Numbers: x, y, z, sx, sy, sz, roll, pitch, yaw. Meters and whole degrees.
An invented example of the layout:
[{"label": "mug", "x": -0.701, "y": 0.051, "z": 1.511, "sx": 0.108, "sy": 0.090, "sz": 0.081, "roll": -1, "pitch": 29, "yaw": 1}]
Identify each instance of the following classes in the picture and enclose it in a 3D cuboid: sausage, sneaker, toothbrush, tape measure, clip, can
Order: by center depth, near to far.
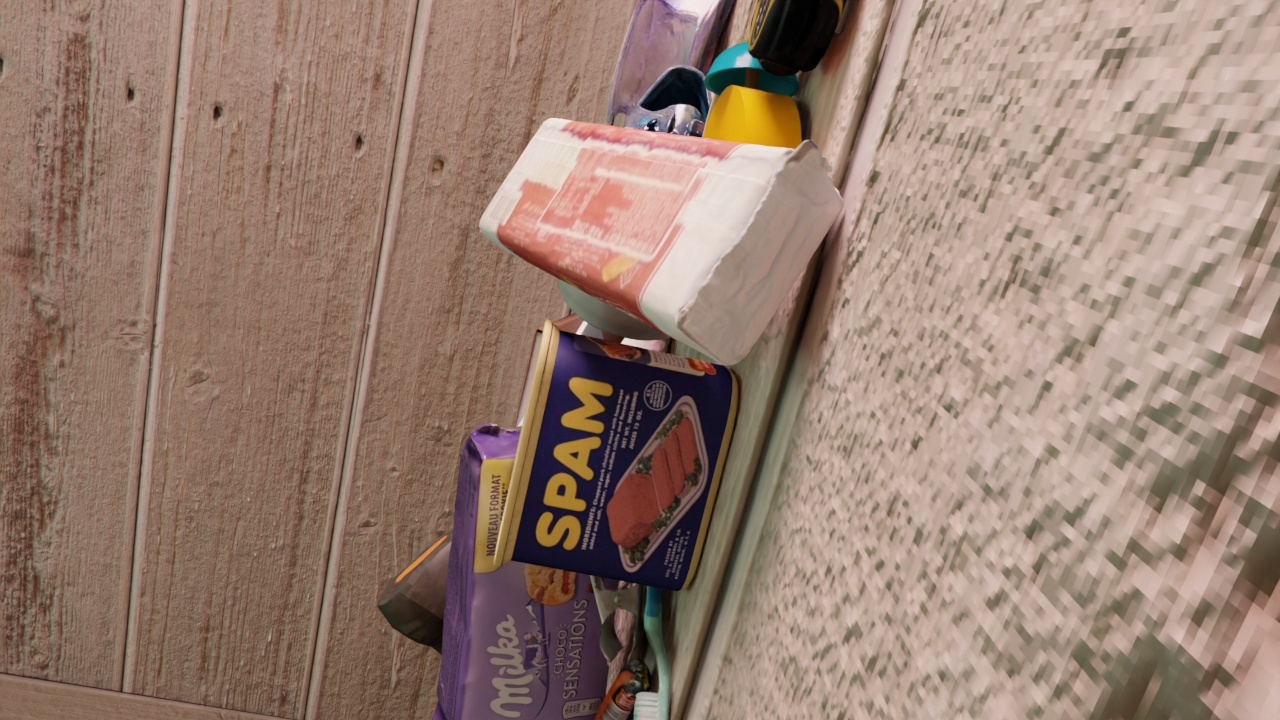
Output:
[{"label": "tape measure", "x": 0.068, "y": -0.149, "z": 0.377, "sx": 0.062, "sy": 0.034, "sz": 0.061, "roll": 108, "pitch": 174, "yaw": -45}, {"label": "can", "x": -0.012, "y": 0.047, "z": 0.437, "sx": 0.056, "sy": 0.092, "sz": 0.116, "roll": -111, "pitch": 34, "yaw": -78}, {"label": "toothbrush", "x": 0.007, "y": 0.124, "z": 0.461, "sx": 0.135, "sy": 0.017, "sz": 0.022, "roll": -86, "pitch": -2, "yaw": -49}, {"label": "clip", "x": -0.005, "y": 0.126, "z": 0.480, "sx": 0.102, "sy": 0.045, "sz": 0.055, "roll": 81, "pitch": -174, "yaw": -78}, {"label": "sausage", "x": -0.017, "y": 0.203, "z": 0.512, "sx": 0.156, "sy": 0.020, "sz": 0.020, "roll": 109, "pitch": 170, "yaw": -46}, {"label": "sneaker", "x": 0.015, "y": -0.101, "z": 0.532, "sx": 0.234, "sy": 0.087, "sz": 0.079, "roll": -76, "pitch": 4, "yaw": -52}, {"label": "sneaker", "x": -0.049, "y": 0.139, "z": 0.637, "sx": 0.237, "sy": 0.143, "sz": 0.101, "roll": -42, "pitch": 4, "yaw": -41}]

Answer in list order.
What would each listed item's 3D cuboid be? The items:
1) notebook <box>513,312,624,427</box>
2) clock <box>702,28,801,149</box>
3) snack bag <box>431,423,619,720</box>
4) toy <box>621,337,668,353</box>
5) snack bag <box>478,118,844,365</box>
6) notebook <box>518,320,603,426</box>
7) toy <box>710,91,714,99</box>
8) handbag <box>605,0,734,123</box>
[{"label": "notebook", "x": -0.054, "y": 0.016, "z": 0.809, "sx": 0.208, "sy": 0.008, "sz": 0.141, "roll": -32, "pitch": -40, "yaw": -64}, {"label": "clock", "x": 0.046, "y": -0.093, "z": 0.433, "sx": 0.099, "sy": 0.043, "sz": 0.129, "roll": 109, "pitch": 163, "yaw": -47}, {"label": "snack bag", "x": -0.064, "y": 0.130, "z": 0.523, "sx": 0.058, "sy": 0.096, "sz": 0.205, "roll": 29, "pitch": 114, "yaw": 55}, {"label": "toy", "x": -0.004, "y": 0.004, "z": 0.663, "sx": 0.079, "sy": 0.038, "sz": 0.122, "roll": -55, "pitch": 10, "yaw": 2}, {"label": "snack bag", "x": -0.007, "y": -0.064, "z": 0.404, "sx": 0.077, "sy": 0.041, "sz": 0.225, "roll": -56, "pitch": 34, "yaw": -2}, {"label": "notebook", "x": -0.088, "y": 0.101, "z": 0.767, "sx": 0.252, "sy": 0.009, "sz": 0.181, "roll": -60, "pitch": -18, "yaw": -23}, {"label": "toy", "x": 0.024, "y": -0.163, "z": 0.696, "sx": 0.108, "sy": 0.053, "sz": 0.105, "roll": -99, "pitch": 33, "yaw": -72}, {"label": "handbag", "x": 0.034, "y": -0.270, "z": 0.752, "sx": 0.159, "sy": 0.069, "sz": 0.126, "roll": 115, "pitch": 180, "yaw": -59}]
